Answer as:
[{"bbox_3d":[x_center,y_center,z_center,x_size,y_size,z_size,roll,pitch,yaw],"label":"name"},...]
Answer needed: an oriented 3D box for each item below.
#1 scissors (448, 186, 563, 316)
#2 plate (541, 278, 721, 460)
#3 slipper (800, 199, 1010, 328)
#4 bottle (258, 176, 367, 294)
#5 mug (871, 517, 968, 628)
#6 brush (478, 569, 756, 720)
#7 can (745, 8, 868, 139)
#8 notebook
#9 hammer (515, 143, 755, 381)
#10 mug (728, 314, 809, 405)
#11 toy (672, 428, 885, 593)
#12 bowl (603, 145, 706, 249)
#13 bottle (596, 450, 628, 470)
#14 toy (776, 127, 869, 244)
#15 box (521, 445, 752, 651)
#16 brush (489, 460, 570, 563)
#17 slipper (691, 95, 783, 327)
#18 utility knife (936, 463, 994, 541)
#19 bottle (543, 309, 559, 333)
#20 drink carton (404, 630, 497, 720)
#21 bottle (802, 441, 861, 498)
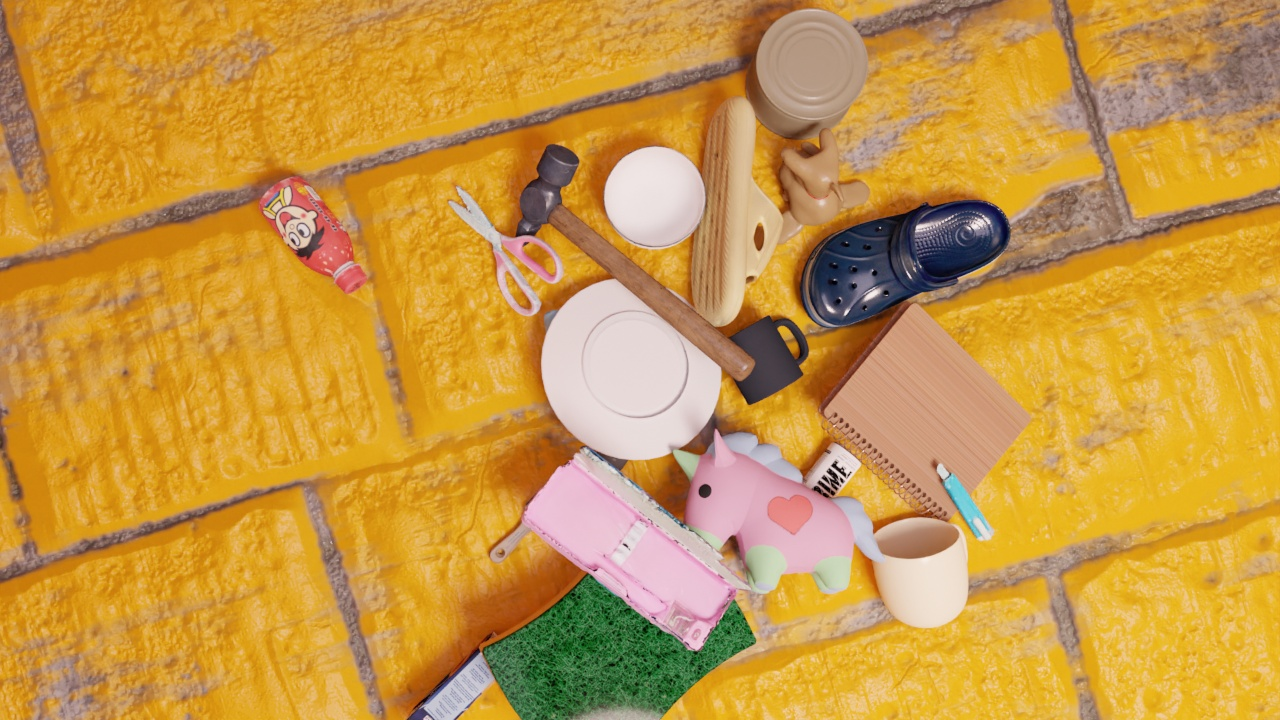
[{"bbox_3d":[-0.168,-0.123,1.049,0.179,0.016,0.105,37,124,14],"label":"scissors"},{"bbox_3d":[-0.006,0.006,1.023,0.208,0.015,0.208,4,76,-15],"label":"plate"},{"bbox_3d":[0.299,-0.120,1.026,0.252,0.095,0.105,-21,91,-5],"label":"slipper"},{"bbox_3d":[-0.362,-0.136,1.031,0.062,0.062,0.137,-40,88,-2],"label":"bottle"},{"bbox_3d":[0.320,0.236,1.017,0.120,0.096,0.100,-21,106,-26],"label":"mug"},{"bbox_3d":[-0.024,0.304,0.983,0.249,0.075,0.195,-41,88,-18],"label":"brush"},{"bbox_3d":[0.187,-0.323,1.037,0.128,0.073,0.127,0,88,-1],"label":"can"},{"bbox_3d":[0.317,0.064,1.026,0.210,0.022,0.169,40,89,-16],"label":"notebook"},{"bbox_3d":[-0.007,-0.087,0.990,0.322,0.040,0.130,40,125,12],"label":"hammer"},{"bbox_3d":[0.146,-0.008,1.037,0.104,0.071,0.077,-29,89,-28],"label":"mug"},{"bbox_3d":[0.146,0.160,0.981,0.222,0.120,0.171,0,72,0],"label":"toy"},{"bbox_3d":[0.015,-0.179,1.036,0.113,0.063,0.113,0,88,-1],"label":"bowl"},{"bbox_3d":[-0.001,0.080,1.043,0.110,0.036,0.036,-43,89,-2],"label":"bottle"},{"bbox_3d":[0.194,-0.198,1.023,0.134,0.108,0.105,-27,73,-2],"label":"toy"},{"bbox_3d":[-0.002,0.191,0.919,0.230,0.106,0.086,38,71,-1],"label":"box"},{"bbox_3d":[-0.116,0.176,1.051,0.039,0.012,0.151,44,89,0],"label":"brush"},{"bbox_3d":[0.112,-0.163,1.027,0.079,0.111,0.261,6,84,-22],"label":"slipper"},{"bbox_3d":[0.366,0.159,1.035,0.022,0.015,0.124,-36,113,2],"label":"utility knife"},{"bbox_3d":[-0.082,0.007,1.042,0.040,0.040,0.130,-8,89,-1],"label":"bottle"},{"bbox_3d":[-0.201,0.365,1.019,0.130,0.064,0.040,-44,87,-3],"label":"drink carton"},{"bbox_3d":[0.199,0.149,1.042,0.041,0.041,0.116,39,88,0],"label":"bottle"}]
